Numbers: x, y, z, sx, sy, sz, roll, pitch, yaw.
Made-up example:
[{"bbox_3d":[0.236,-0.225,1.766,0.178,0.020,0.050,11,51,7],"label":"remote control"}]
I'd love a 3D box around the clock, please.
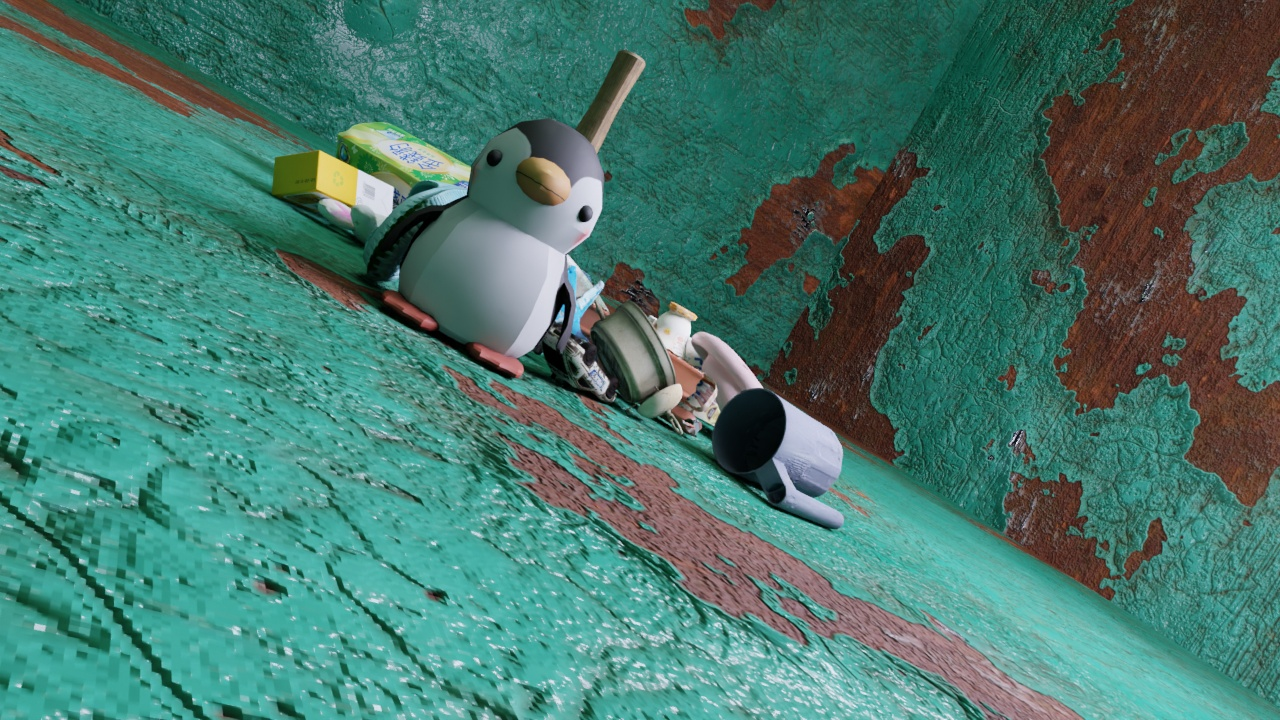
[{"bbox_3d":[-0.002,0.012,0.851,0.140,0.054,0.093,58,-13,15],"label":"clock"}]

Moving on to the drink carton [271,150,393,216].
[{"bbox_3d":[-0.320,-0.178,0.969,0.059,0.040,0.122,-2,-9,23],"label":"drink carton"}]

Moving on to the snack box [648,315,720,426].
[{"bbox_3d":[0.055,0.016,1.119,0.150,0.082,0.026,28,6,-17],"label":"snack box"}]

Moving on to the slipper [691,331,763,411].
[{"bbox_3d":[0.122,0.058,1.031,0.221,0.056,0.107,56,2,30],"label":"slipper"}]

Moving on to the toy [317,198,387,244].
[{"bbox_3d":[-0.271,-0.133,0.952,0.076,0.037,0.125,22,-2,28],"label":"toy"}]

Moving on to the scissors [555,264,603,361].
[{"bbox_3d":[-0.063,-0.037,0.907,0.113,0.013,0.140,42,47,2],"label":"scissors"}]

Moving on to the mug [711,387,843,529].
[{"bbox_3d":[0.137,0.096,0.858,0.104,0.084,0.123,29,28,-42],"label":"mug"}]

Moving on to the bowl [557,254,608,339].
[{"bbox_3d":[-0.089,-0.076,1.043,0.157,0.039,0.157,51,12,-15],"label":"bowl"}]

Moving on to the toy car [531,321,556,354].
[{"bbox_3d":[-0.124,-0.041,0.849,0.092,0.040,0.037,28,5,4],"label":"toy car"}]

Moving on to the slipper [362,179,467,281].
[{"bbox_3d":[-0.203,-0.125,0.854,0.069,0.116,0.276,43,8,-3],"label":"slipper"}]

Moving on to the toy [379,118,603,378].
[{"bbox_3d":[-0.101,-0.101,0.723,0.159,0.184,0.140,30,6,-11],"label":"toy"}]

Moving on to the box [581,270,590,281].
[{"bbox_3d":[-0.126,-0.078,1.122,0.214,0.062,0.140,25,42,-50],"label":"box"}]

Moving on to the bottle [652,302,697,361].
[{"bbox_3d":[0.024,-0.013,1.055,0.063,0.109,0.063,29,5,-3],"label":"bottle"}]

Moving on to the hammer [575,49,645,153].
[{"bbox_3d":[-0.086,-0.182,0.955,0.040,0.305,0.132,25,7,-46],"label":"hammer"}]

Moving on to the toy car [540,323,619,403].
[{"bbox_3d":[-0.055,0.009,0.799,0.048,0.040,0.113,33,-12,30],"label":"toy car"}]

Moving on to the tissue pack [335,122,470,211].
[{"bbox_3d":[-0.292,-0.188,1.086,0.198,0.120,0.141,26,39,23],"label":"tissue pack"}]

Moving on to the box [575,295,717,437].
[{"bbox_3d":[-0.005,0.004,0.933,0.187,0.077,0.054,33,40,19],"label":"box"}]
